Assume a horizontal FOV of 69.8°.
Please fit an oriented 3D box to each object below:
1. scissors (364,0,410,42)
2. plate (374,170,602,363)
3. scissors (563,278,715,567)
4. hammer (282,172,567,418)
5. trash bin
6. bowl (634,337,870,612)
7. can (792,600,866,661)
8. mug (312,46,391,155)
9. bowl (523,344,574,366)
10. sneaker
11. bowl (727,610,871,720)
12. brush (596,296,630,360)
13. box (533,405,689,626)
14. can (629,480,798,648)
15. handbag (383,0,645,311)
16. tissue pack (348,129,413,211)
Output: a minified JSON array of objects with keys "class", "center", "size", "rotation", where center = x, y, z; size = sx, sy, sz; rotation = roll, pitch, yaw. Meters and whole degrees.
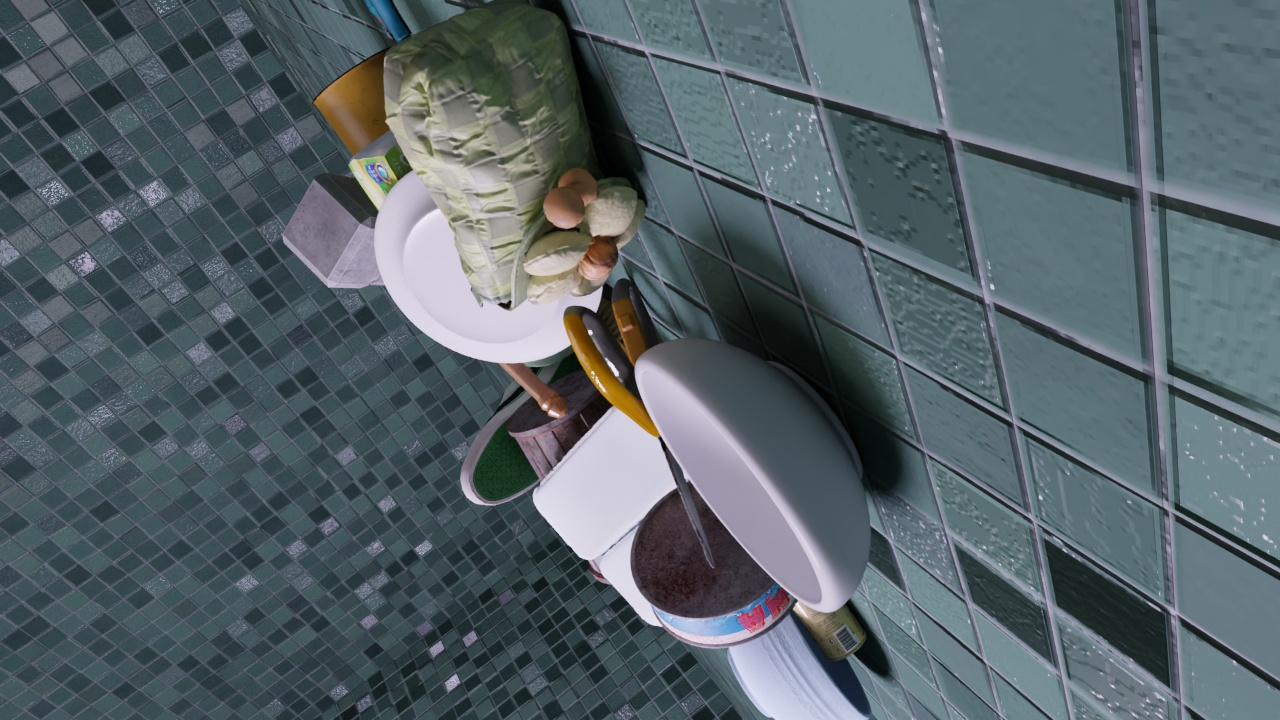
[{"class":"scissors","center":[-0.229,-0.312,0.815],"size":[0.126,0.019,0.144],"rotation":[52,170,8]},{"class":"plate","center":[-0.125,-0.070,0.732],"size":[0.188,0.189,0.016],"rotation":[60,-154,-28]},{"class":"scissors","center":[0.010,0.027,0.637],"size":[0.225,0.016,0.216],"rotation":[56,-162,-31]},{"class":"hammer","center":[-0.184,-0.052,0.903],"size":[0.317,0.083,0.162],"rotation":[42,-162,16]},{"class":"trash bin","center":[-0.036,0.126,0.970],"size":[0.211,0.130,0.131],"rotation":[61,168,-17]},{"class":"bowl","center":[0.074,0.053,0.522],"size":[0.176,0.066,0.177],"rotation":[51,169,14]},{"class":"can","center":[0.143,0.197,0.736],"size":[0.079,0.038,0.038],"rotation":[55,169,-2]},{"class":"mug","center":[-0.248,-0.248,0.912],"size":[0.124,0.100,0.094],"rotation":[-23,109,37]},{"class":"bowl","center":[-0.138,-0.046,1.015],"size":[0.151,0.077,0.151],"rotation":[42,172,7]},{"class":"sneaker","center":[-0.138,0.076,1.028],"size":[0.079,0.234,0.084],"rotation":[-13,119,37]},{"class":"bowl","center":[0.124,0.258,0.792],"size":[0.150,0.075,0.150],"rotation":[52,-172,-11]},{"class":"brush","center":[-0.004,0.004,0.761],"size":[0.195,0.043,0.059],"rotation":[45,164,44]},{"class":"box","center":[0.005,0.143,0.844],"size":[0.189,0.037,0.209],"rotation":[51,131,6]},{"class":"can","center":[0.060,0.151,0.705],"size":[0.130,0.130,0.044],"rotation":[42,163,49]},{"class":"handbag","center":[-0.062,-0.103,0.518],"size":[0.117,0.113,0.187],"rotation":[38,161,32]},{"class":"tissue pack","center":[-0.127,-0.118,0.767],"size":[0.142,0.120,0.198],"rotation":[7,141,50]}]
